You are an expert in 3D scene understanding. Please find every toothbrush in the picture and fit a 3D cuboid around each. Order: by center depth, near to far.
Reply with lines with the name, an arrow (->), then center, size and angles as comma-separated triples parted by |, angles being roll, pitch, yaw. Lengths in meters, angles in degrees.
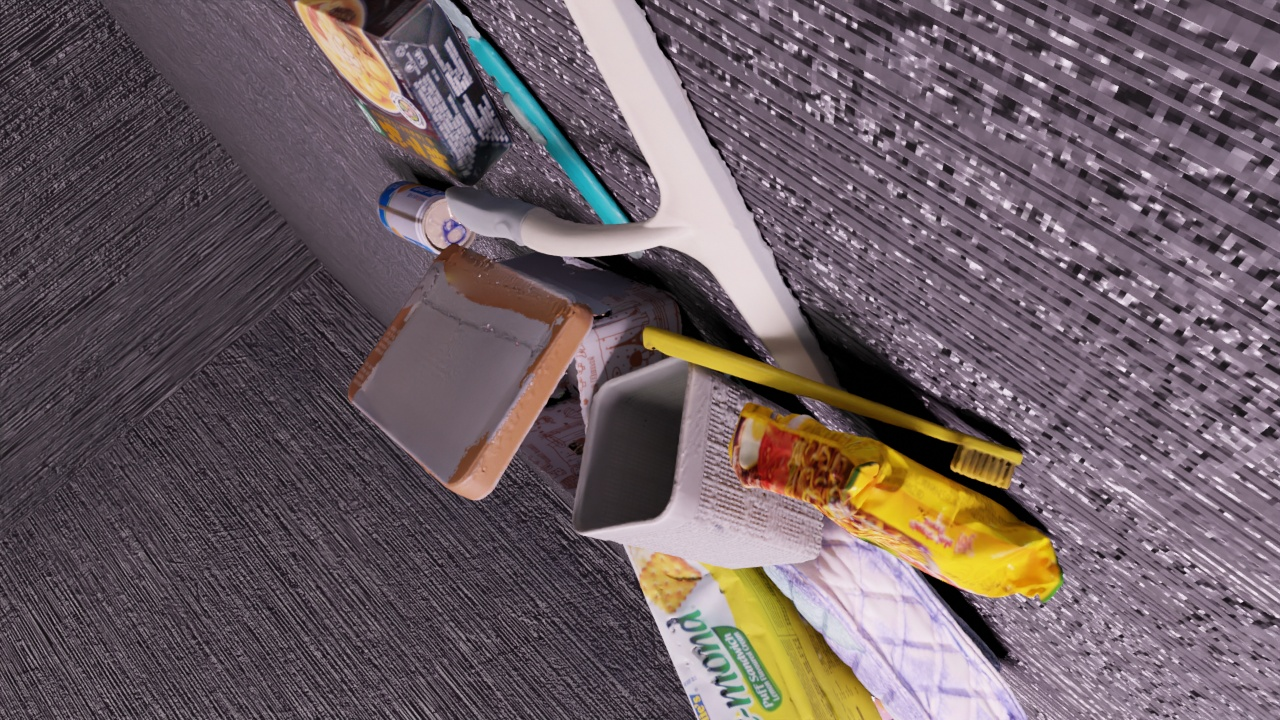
toothbrush -> 0.076, 0.017, 0.417 | 0.190, 0.016, 0.015 | 21, 177, 35

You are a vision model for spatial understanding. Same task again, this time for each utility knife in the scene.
utility knife -> -0.060, -0.132, 0.489 | 0.207, 0.013, 0.029 | 51, 166, -20

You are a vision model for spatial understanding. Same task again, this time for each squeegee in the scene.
squeegee -> -0.044, -0.072, 0.471 | 0.247, 0.039, 0.246 | 15, 149, 48

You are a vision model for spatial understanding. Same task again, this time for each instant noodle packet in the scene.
instant noodle packet -> 0.111, 0.064, 0.419 | 0.128, 0.044, 0.111 | 25, 180, -24

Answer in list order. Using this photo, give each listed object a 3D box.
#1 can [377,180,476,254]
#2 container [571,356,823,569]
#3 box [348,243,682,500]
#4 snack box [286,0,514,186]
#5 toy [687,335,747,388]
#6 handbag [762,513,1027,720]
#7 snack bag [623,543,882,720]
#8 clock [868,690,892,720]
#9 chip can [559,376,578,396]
can -> -0.194, -0.130, 0.829 | 0.135, 0.053, 0.053 | 26, 157, 56
container -> 0.038, 0.064, 0.510 | 0.114, 0.090, 0.090 | 23, 154, -30
box -> -0.088, 0.012, 0.595 | 0.182, 0.177, 0.153 | 29, 134, 53
snack box -> -0.146, -0.179, 0.554 | 0.126, 0.053, 0.113 | 31, 161, 33
toy -> 0.056, 0.029, 0.590 | 0.096, 0.030, 0.092 | 51, 164, 12
handbag -> 0.152, 0.161, 0.584 | 0.194, 0.075, 0.134 | 51, 172, -14
snack bag -> 0.084, 0.190, 0.629 | 0.158, 0.068, 0.246 | 19, -141, -56
clock -> 0.163, 0.243, 0.751 | 0.117, 0.060, 0.158 | 33, -178, 10
chip can -> -0.076, 0.053, 0.976 | 0.072, 0.072, 0.221 | 53, 166, -30
